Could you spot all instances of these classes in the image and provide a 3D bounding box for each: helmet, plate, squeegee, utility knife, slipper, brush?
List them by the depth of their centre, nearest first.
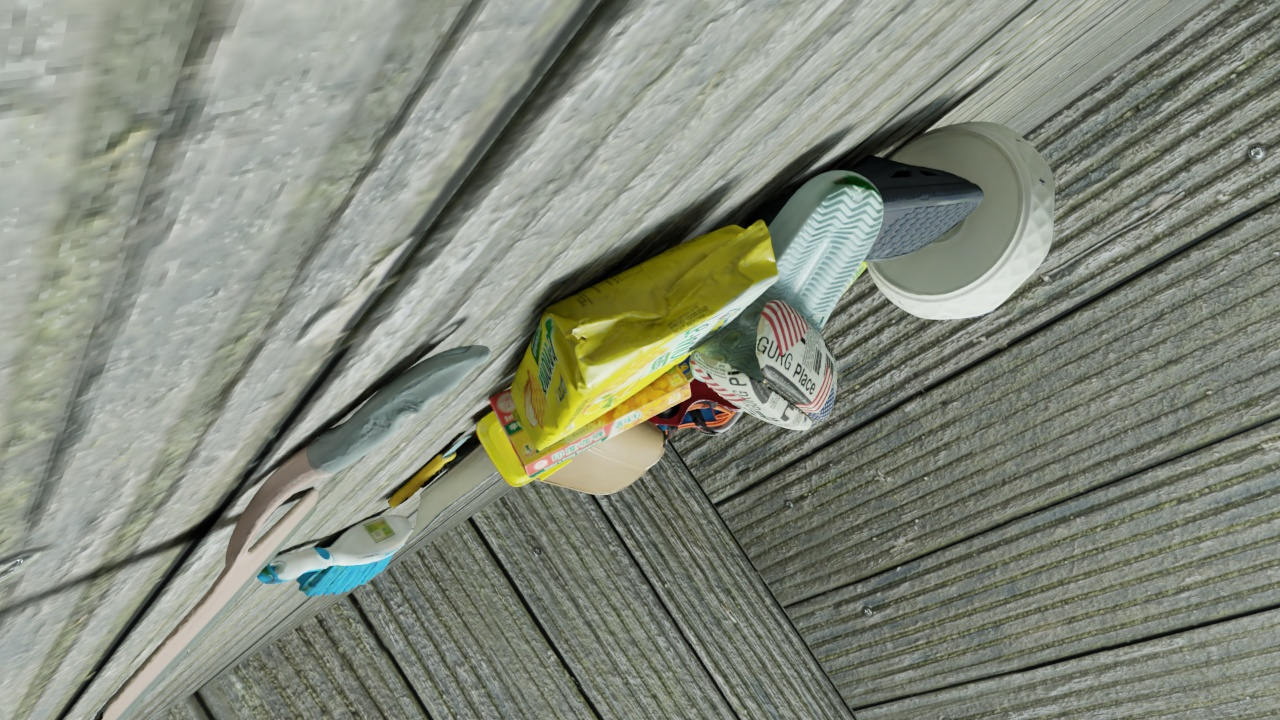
[{"bbox_3d":[-0.176,0.063,0.509,0.250,0.040,0.247,-41,-170,18],"label":"squeegee"},{"bbox_3d":[0.106,-0.063,0.743,0.104,0.074,0.246,-2,143,-26],"label":"slipper"},{"bbox_3d":[0.197,-0.146,0.821,0.267,0.083,0.111,-9,161,-31],"label":"slipper"},{"bbox_3d":[0.311,-0.145,0.932,0.045,0.204,0.205,11,142,-46],"label":"plate"},{"bbox_3d":[-0.220,0.118,0.953,0.033,0.015,0.203,-34,177,-43],"label":"utility knife"},{"bbox_3d":[-0.335,0.216,0.986,0.110,0.060,0.314,-41,172,15],"label":"brush"},{"bbox_3d":[-0.190,0.124,1.012,0.164,0.034,0.164,-39,-176,16],"label":"plate"},{"bbox_3d":[0.038,0.053,1.391,0.240,0.144,0.207,-16,167,-6],"label":"helmet"}]

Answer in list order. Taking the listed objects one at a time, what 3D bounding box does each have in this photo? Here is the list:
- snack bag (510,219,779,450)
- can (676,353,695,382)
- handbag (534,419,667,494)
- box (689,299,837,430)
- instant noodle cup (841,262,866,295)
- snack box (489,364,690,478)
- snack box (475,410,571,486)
[{"bbox_3d":[-0.012,-0.016,0.658,0.157,0.068,0.247,-32,176,-21],"label":"snack bag"},{"bbox_3d":[-0.005,0.005,0.854,0.102,0.083,0.057,-33,176,-5],"label":"can"},{"bbox_3d":[-0.068,0.107,1.217,0.148,0.099,0.204,-30,149,22],"label":"handbag"},{"bbox_3d":[0.109,0.005,0.732,0.086,0.076,0.162,-59,144,-4],"label":"box"},{"bbox_3d":[0.205,-0.111,1.067,0.123,0.111,0.112,-41,177,-9],"label":"instant noodle cup"},{"bbox_3d":[-0.043,0.032,0.785,0.155,0.077,0.027,-27,148,-11],"label":"snack box"},{"bbox_3d":[-0.105,0.069,0.865,0.091,0.082,0.080,-32,-174,-16],"label":"snack box"}]
